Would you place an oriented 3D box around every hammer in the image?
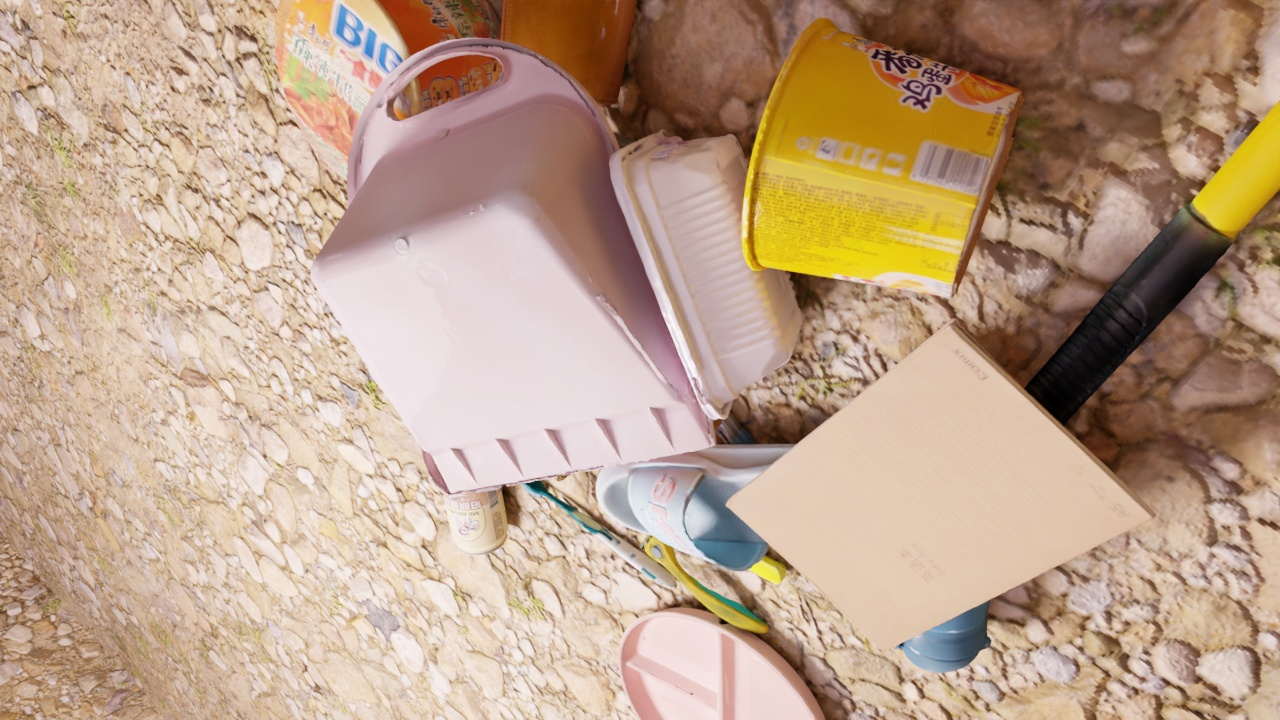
[{"bbox_3d":[0.277,-0.069,0.445,0.129,0.032,0.302,38,134,16],"label":"hammer"}]

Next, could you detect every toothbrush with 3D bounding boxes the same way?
[{"bbox_3d":[-0.043,0.161,0.869,0.192,0.016,0.018,31,142,22],"label":"toothbrush"}]

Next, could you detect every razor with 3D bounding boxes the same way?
[{"bbox_3d":[0.056,0.195,0.800,0.132,0.028,0.043,39,131,12],"label":"razor"}]

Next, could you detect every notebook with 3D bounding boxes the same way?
[{"bbox_3d":[0.167,0.088,0.557,0.149,0.012,0.212,44,132,1],"label":"notebook"}]

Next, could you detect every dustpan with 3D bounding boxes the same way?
[{"bbox_3d":[-0.083,-0.057,0.604,0.223,0.138,0.273,-11,129,23],"label":"dustpan"}]

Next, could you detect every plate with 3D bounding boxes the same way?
[{"bbox_3d":[0.077,0.325,0.860,0.230,0.028,0.230,20,126,30],"label":"plate"}]

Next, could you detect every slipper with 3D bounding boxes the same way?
[{"bbox_3d":[0.069,0.115,0.686,0.246,0.074,0.104,-9,135,40],"label":"slipper"}]

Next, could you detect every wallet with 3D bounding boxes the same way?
[{"bbox_3d":[-0.054,-0.252,0.608,0.119,0.035,0.131,32,131,21],"label":"wallet"}]

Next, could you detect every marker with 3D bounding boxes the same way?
[{"bbox_3d":[0.068,0.152,0.772,0.124,0.015,0.018,25,128,31],"label":"marker"}]

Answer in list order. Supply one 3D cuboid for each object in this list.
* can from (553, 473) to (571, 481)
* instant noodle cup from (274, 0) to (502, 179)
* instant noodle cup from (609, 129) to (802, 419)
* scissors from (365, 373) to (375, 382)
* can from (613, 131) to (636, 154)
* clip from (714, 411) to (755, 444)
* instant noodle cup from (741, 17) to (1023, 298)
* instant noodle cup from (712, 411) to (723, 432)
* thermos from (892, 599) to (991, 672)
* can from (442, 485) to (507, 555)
[{"bbox_3d":[-0.082,0.041,0.784,0.111,0.075,0.076,43,135,10],"label":"can"},{"bbox_3d":[-0.176,-0.216,0.678,0.151,0.111,0.152,21,127,30],"label":"instant noodle cup"},{"bbox_3d":[0.051,-0.065,0.578,0.060,0.137,0.173,-18,104,21],"label":"instant noodle cup"},{"bbox_3d":[-0.195,0.034,0.870,0.160,0.014,0.181,-21,85,28],"label":"scissors"},{"bbox_3d":[-0.032,-0.110,0.643,0.066,0.066,0.094,32,116,21],"label":"can"},{"bbox_3d":[0.062,0.049,0.705,0.056,0.024,0.027,46,133,14],"label":"clip"},{"bbox_3d":[0.130,-0.100,0.485,0.110,0.137,0.138,19,127,19],"label":"instant noodle cup"},{"bbox_3d":[-0.004,0.004,0.664,0.109,0.137,0.138,-4,113,32],"label":"instant noodle cup"},{"bbox_3d":[0.197,0.108,0.597,0.070,0.070,0.221,14,123,34],"label":"thermos"},{"bbox_3d":[-0.169,0.135,0.927,0.058,0.058,0.116,17,125,32],"label":"can"}]
